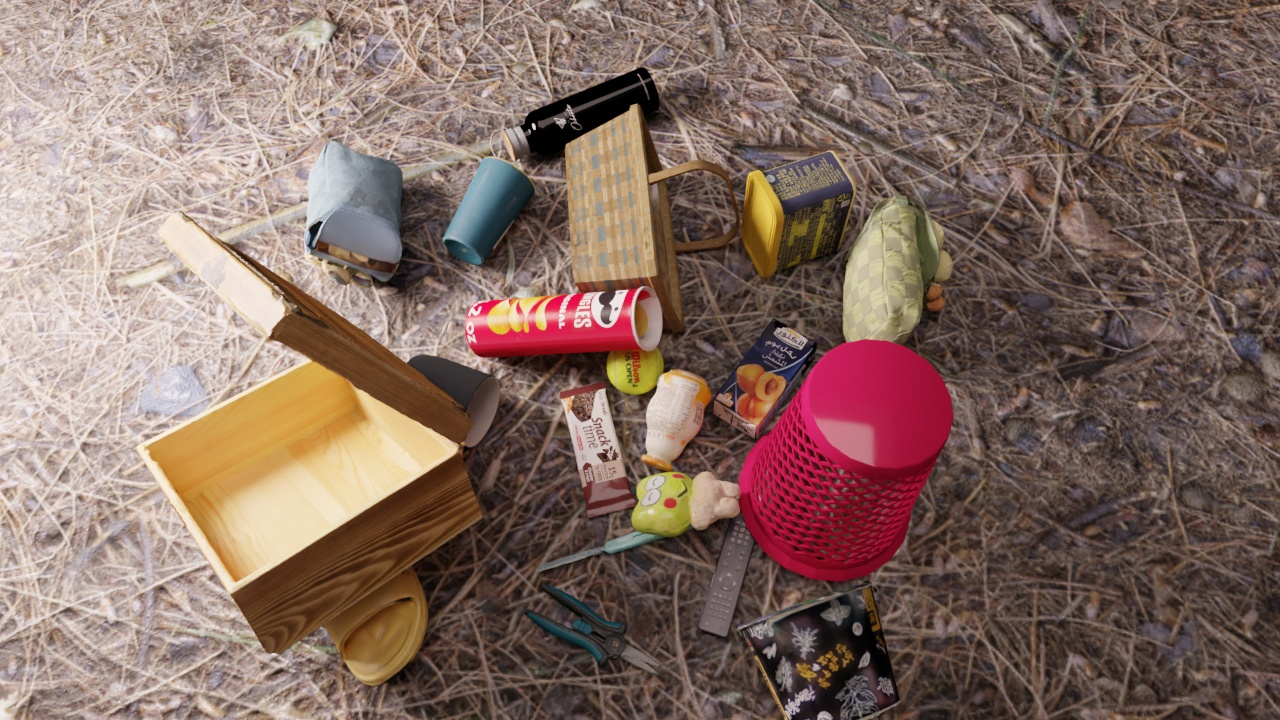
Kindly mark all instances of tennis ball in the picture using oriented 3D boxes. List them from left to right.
[{"bbox_3d":[-0.006,0.006,1.044,0.065,0.065,0.065,-2,62,3],"label":"tennis ball"}]

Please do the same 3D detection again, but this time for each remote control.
[{"bbox_3d":[0.094,0.219,0.952,0.032,0.015,0.136,15,64,12],"label":"remote control"}]

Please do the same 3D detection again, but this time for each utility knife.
[{"bbox_3d":[-0.023,0.197,0.974,0.179,0.016,0.022,-17,29,-4],"label":"utility knife"}]

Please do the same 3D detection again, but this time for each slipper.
[{"bbox_3d":[-0.301,0.202,0.944,0.099,0.078,0.263,-33,58,-6],"label":"slipper"}]

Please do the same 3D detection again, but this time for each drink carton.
[{"bbox_3d":[0.141,0.019,1.041,0.064,0.040,0.129,32,68,18],"label":"drink carton"}]

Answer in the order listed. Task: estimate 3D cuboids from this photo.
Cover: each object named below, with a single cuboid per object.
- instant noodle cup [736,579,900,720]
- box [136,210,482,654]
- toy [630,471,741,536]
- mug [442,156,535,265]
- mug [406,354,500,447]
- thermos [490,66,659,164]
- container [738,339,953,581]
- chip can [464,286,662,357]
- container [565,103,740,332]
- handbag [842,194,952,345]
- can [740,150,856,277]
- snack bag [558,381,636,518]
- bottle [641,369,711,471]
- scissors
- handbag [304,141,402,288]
[{"bbox_3d":[0.173,0.280,0.856,0.137,0.137,0.112,-17,72,-5],"label":"instant noodle cup"},{"bbox_3d":[-0.323,0.025,0.865,0.281,0.316,0.279,-31,40,-29],"label":"box"},{"bbox_3d":[0.048,0.148,0.962,0.115,0.046,0.092,-6,29,13],"label":"toy"},{"bbox_3d":[-0.194,-0.185,1.158,0.078,0.078,0.121,21,71,14],"label":"mug"},{"bbox_3d":[-0.225,0.060,1.030,0.094,0.085,0.121,19,94,14],"label":"mug"},{"bbox_3d":[-0.091,-0.321,1.226,0.231,0.061,0.061,-25,63,-9],"label":"thermos"},{"bbox_3d":[0.201,0.090,0.884,0.183,0.226,0.182,1,61,-2],"label":"container"},{"bbox_3d":[-0.090,-0.041,1.032,0.221,0.069,0.069,-2,60,27],"label":"chip can"},{"bbox_3d":[0.021,-0.169,1.090,0.186,0.157,0.249,-11,61,10],"label":"container"},{"bbox_3d":[0.298,-0.090,1.058,0.117,0.113,0.186,10,65,-6],"label":"handbag"},{"bbox_3d":[0.185,-0.173,1.088,0.104,0.135,0.075,-19,62,-9],"label":"can"},{"bbox_3d":[-0.049,0.097,1.029,0.057,0.013,0.157,-13,62,-4],"label":"snack bag"},{"bbox_3d":[0.036,0.066,1.012,0.063,0.063,0.108,19,78,13],"label":"bottle"},{"bbox_3d":[-0.053,0.279,0.928,0.140,0.019,0.128,-10,55,-9],"label":"scissors"},{"bbox_3d":[-0.363,-0.175,1.145,0.121,0.119,0.191,15,43,-34],"label":"handbag"}]
